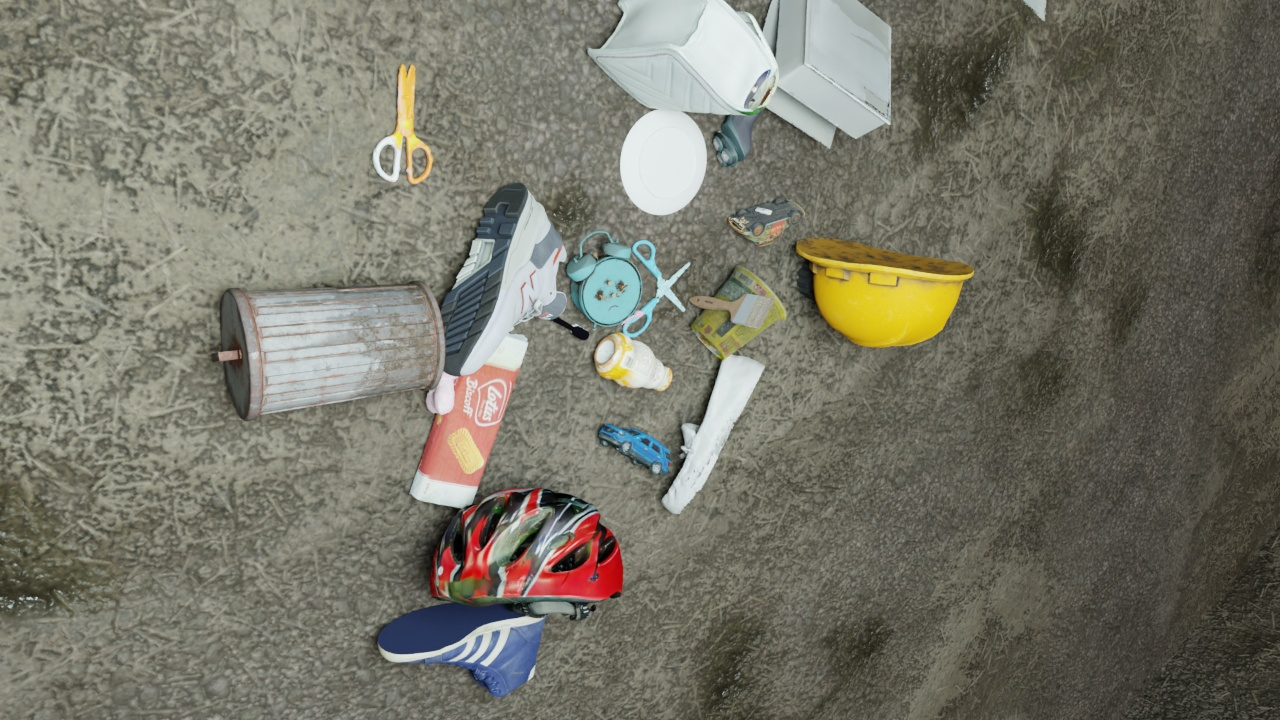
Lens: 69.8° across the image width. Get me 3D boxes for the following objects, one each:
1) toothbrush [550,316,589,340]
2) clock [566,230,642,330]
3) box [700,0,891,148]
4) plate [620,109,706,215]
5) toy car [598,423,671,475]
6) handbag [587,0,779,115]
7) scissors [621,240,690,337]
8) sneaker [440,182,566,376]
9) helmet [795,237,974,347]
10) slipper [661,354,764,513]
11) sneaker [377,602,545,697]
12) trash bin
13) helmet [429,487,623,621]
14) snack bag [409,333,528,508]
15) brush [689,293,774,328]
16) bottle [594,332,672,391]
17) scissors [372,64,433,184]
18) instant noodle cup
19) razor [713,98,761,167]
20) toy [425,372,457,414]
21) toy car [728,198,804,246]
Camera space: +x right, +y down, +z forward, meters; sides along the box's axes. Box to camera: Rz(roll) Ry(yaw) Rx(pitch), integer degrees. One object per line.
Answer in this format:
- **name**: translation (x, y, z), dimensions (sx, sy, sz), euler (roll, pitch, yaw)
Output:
- **toothbrush**: translation (-0.128, -0.065, 1.130), dimensions (0.167, 0.014, 0.014), euler (30, 99, -34)
- **clock**: translation (-0.049, -0.103, 1.148), dimensions (0.089, 0.053, 0.124), euler (-27, 119, -25)
- **box**: translation (0.163, -0.394, 1.313), dimensions (0.168, 0.405, 0.171), euler (22, 77, -32)
- **plate**: translation (0.034, -0.254, 1.179), dimensions (0.134, 0.011, 0.135), euler (-11, 112, -31)
- **toy car**: translation (-0.007, 0.118, 1.254), dimensions (0.120, 0.056, 0.043), euler (34, 79, -40)
- **handbag**: translation (0.051, -0.344, 1.045), dimensions (0.142, 0.199, 0.096), euler (33, 84, -38)
- **scissors**: translation (0.013, -0.097, 1.221), dimensions (0.135, 0.015, 0.135), euler (-48, 128, -19)
- **sneaker**: translation (-0.142, -0.074, 1.049), dimensions (0.124, 0.089, 0.239), euler (37, 62, -46)
- **helmet**: translation (0.329, -0.086, 1.283), dimensions (0.204, 0.256, 0.131), euler (-4, 108, -33)
- **slipper**: translation (0.095, 0.104, 1.305), dimensions (0.247, 0.075, 0.112), euler (-65, 158, 3)
- **sneaker**: translation (-0.227, 0.381, 1.174), dimensions (0.232, 0.091, 0.118), euler (-8, 113, -41)
- **trash bin**: translation (-0.324, -0.015, 0.944), dimensions (0.210, 0.131, 0.131), euler (-8, 110, -34)
- **helmet**: translation (-0.135, 0.237, 1.100), dimensions (0.271, 0.218, 0.167), euler (19, 67, -70)
- **snack bag**: translation (-0.206, 0.068, 1.109), dimensions (0.077, 0.041, 0.225), euler (17, 97, -35)
- **brush**: translation (0.114, -0.071, 1.213), dimensions (0.008, 0.143, 0.045), euler (38, 74, -38)
- **bottle**: translation (-0.007, 0.007, 1.207), dimensions (0.108, 0.063, 0.063), euler (26, 90, -37)
- **scissors**: translation (-0.257, -0.254, 0.982), dimensions (0.070, 0.013, 0.130), euler (-10, 112, -32)
- **instant noodle cup**: translation (0.131, -0.060, 1.265), dimensions (0.108, 0.102, 0.102), euler (-44, 125, -4)
- **razor**: translation (0.141, -0.324, 1.211), dimensions (0.052, 0.047, 0.143), euler (29, 85, -13)
- **toy**: translation (-0.227, 0.008, 1.054), dimensions (0.047, 0.064, 0.110), euler (4, 91, -34)
- **toy car**: translation (0.173, -0.188, 1.275), dimensions (0.111, 0.047, 0.047), euler (-20, 139, -22)
